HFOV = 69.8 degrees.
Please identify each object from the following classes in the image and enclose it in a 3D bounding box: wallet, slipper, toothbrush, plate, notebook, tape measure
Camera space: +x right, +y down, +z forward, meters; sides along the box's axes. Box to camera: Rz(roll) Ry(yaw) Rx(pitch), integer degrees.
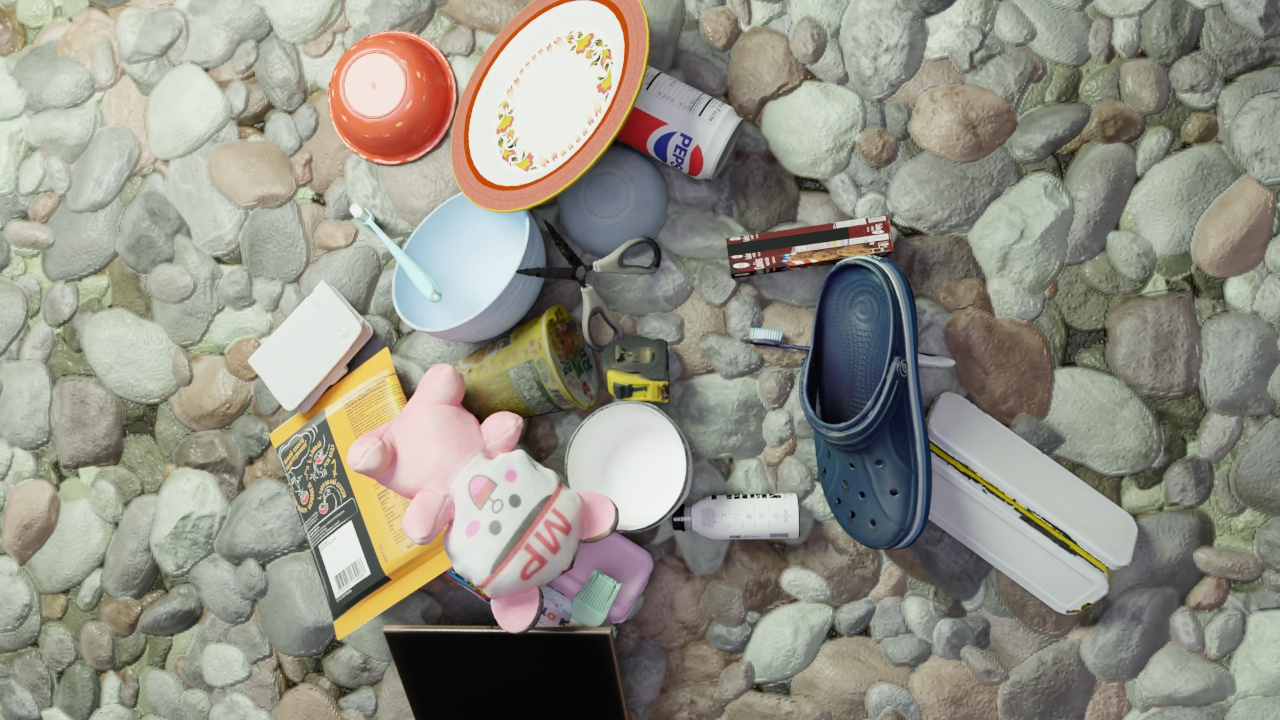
[{"bbox_3d":[-0.318,-0.013,0.892,0.116,0.032,0.086,-44,71,7],"label":"wallet"},{"bbox_3d":[0.179,0.038,0.777,0.105,0.095,0.253,0,95,45],"label":"slipper"},{"bbox_3d":[0.193,-0.011,0.837,0.189,0.016,0.017,8,81,7],"label":"toothbrush"},{"bbox_3d":[-0.224,-0.100,0.837,0.016,0.016,0.180,-49,52,1],"label":"toothbrush"},{"bbox_3d":[-0.081,-0.233,0.812,0.230,0.021,0.229,-16,63,33],"label":"plate"},{"bbox_3d":[-0.119,0.296,0.841,0.209,0.008,0.141,-3,119,11],"label":"notebook"},{"bbox_3d":[-0.005,0.005,0.836,0.062,0.067,0.038,0,133,1],"label":"tape measure"}]

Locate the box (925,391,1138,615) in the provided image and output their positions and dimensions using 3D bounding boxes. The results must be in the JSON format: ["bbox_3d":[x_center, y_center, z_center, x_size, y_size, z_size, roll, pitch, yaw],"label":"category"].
[{"bbox_3d":[0.328,0.125,0.819,0.210,0.079,0.084,36,135,6],"label":"box"}]

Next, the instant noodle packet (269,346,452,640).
[{"bbox_3d":[-0.257,0.120,0.852,0.160,0.032,0.220,-34,67,14],"label":"instant noodle packet"}]

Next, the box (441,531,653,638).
[{"bbox_3d":[-0.098,0.189,0.865,0.201,0.103,0.100,30,54,6],"label":"box"}]

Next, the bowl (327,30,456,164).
[{"bbox_3d":[-0.244,-0.255,0.872,0.130,0.045,0.130,0,90,7],"label":"bowl"}]

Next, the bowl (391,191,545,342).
[{"bbox_3d":[-0.144,-0.076,0.835,0.151,0.075,0.150,-15,56,24],"label":"bowl"}]

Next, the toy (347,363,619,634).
[{"bbox_3d":[-0.134,0.112,0.774,0.213,0.084,0.141,39,62,4],"label":"toy"}]

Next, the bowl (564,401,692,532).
[{"bbox_3d":[-0.005,0.097,0.828,0.116,0.065,0.116,-3,79,16],"label":"bowl"}]

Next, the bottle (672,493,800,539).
[{"bbox_3d":[0.087,0.143,0.838,0.116,0.041,0.041,-2,90,7],"label":"bottle"}]

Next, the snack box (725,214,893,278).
[{"bbox_3d":[0.149,-0.101,0.822,0.141,0.051,0.031,-8,90,7],"label":"snack box"}]

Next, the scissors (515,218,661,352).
[{"bbox_3d":[-0.040,-0.070,0.816,0.012,0.157,0.169,29,138,38],"label":"scissors"}]

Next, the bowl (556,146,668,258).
[{"bbox_3d":[-0.028,-0.149,0.849,0.106,0.039,0.106,0,91,7],"label":"bowl"}]

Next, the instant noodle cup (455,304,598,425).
[{"bbox_3d":[-0.106,0.012,0.839,0.108,0.102,0.102,-19,88,17],"label":"instant noodle cup"}]

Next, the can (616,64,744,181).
[{"bbox_3d":[0.020,-0.219,0.827,0.132,0.070,0.070,28,94,6],"label":"can"}]

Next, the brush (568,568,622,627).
[{"bbox_3d":[-0.072,0.269,0.832,0.033,0.012,0.218,31,119,5],"label":"brush"}]
